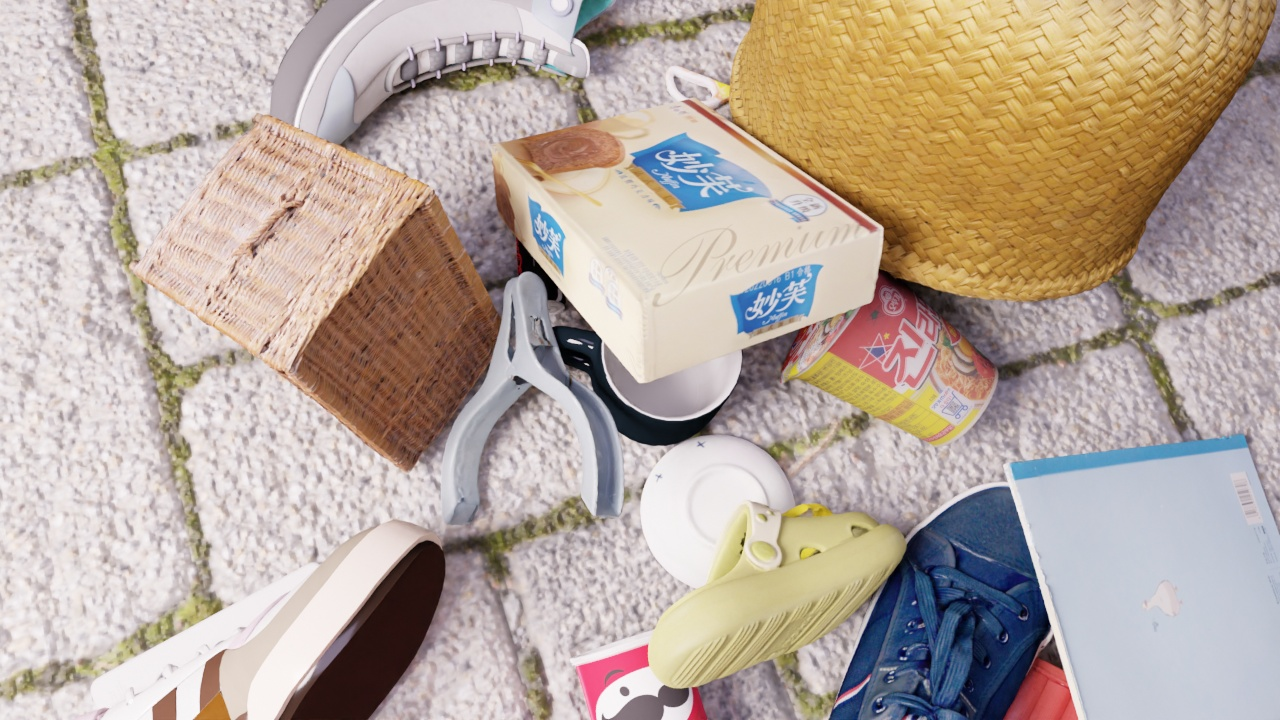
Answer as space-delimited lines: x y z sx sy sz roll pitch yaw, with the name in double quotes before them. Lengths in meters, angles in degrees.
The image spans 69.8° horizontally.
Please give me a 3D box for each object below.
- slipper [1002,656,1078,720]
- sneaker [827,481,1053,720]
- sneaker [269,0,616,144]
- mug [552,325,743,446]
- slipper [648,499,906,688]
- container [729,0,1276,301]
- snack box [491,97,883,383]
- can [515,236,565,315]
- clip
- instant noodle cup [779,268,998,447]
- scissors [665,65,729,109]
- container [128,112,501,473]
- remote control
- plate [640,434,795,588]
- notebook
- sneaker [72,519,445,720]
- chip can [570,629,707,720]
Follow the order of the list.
"slipper" 0.302 0.269 0.554 0.249 0.059 0.103 34 72 21
"sneaker" 0.170 0.184 0.517 0.121 0.127 0.294 26 68 23
"sneaker" -0.128 -0.215 0.646 0.160 0.093 0.256 32 74 -4
"mug" -0.003 0.003 0.582 0.121 0.095 0.085 15 72 -1
"slipper" 0.072 0.128 0.542 0.190 0.092 0.081 -10 47 -38
"container" 0.217 -0.211 0.575 0.307 0.197 0.306 4 53 -5
"snack box" 0.018 -0.085 0.552 0.153 0.055 0.207 -19 42 -21
"can" -0.069 -0.073 0.631 0.031 0.032 0.080 -3 74 -7
"clip" -0.052 0.043 0.535 0.164 0.031 0.169 25 102 39
"instant noodle cup" 0.169 -0.002 0.605 0.112 0.100 0.100 33 73 -3
"scissors" 0.078 -0.204 0.694 0.131 0.011 0.125 7 72 -1
"container" -0.169 -0.031 0.525 0.113 0.199 0.113 29 74 16
"remote control" -0.252 0.176 0.553 0.146 0.008 0.045 -28 78 -12
"plate" 0.053 0.097 0.596 0.104 0.026 0.104 1 73 -5
"notebook" 0.336 0.140 0.569 0.253 0.009 0.181 -1 72 -30
"sneaker" -0.237 0.192 0.509 0.116 0.112 0.293 34 74 19
"chip can" 0.024 0.269 0.521 0.069 0.069 0.220 -15 76 -10
